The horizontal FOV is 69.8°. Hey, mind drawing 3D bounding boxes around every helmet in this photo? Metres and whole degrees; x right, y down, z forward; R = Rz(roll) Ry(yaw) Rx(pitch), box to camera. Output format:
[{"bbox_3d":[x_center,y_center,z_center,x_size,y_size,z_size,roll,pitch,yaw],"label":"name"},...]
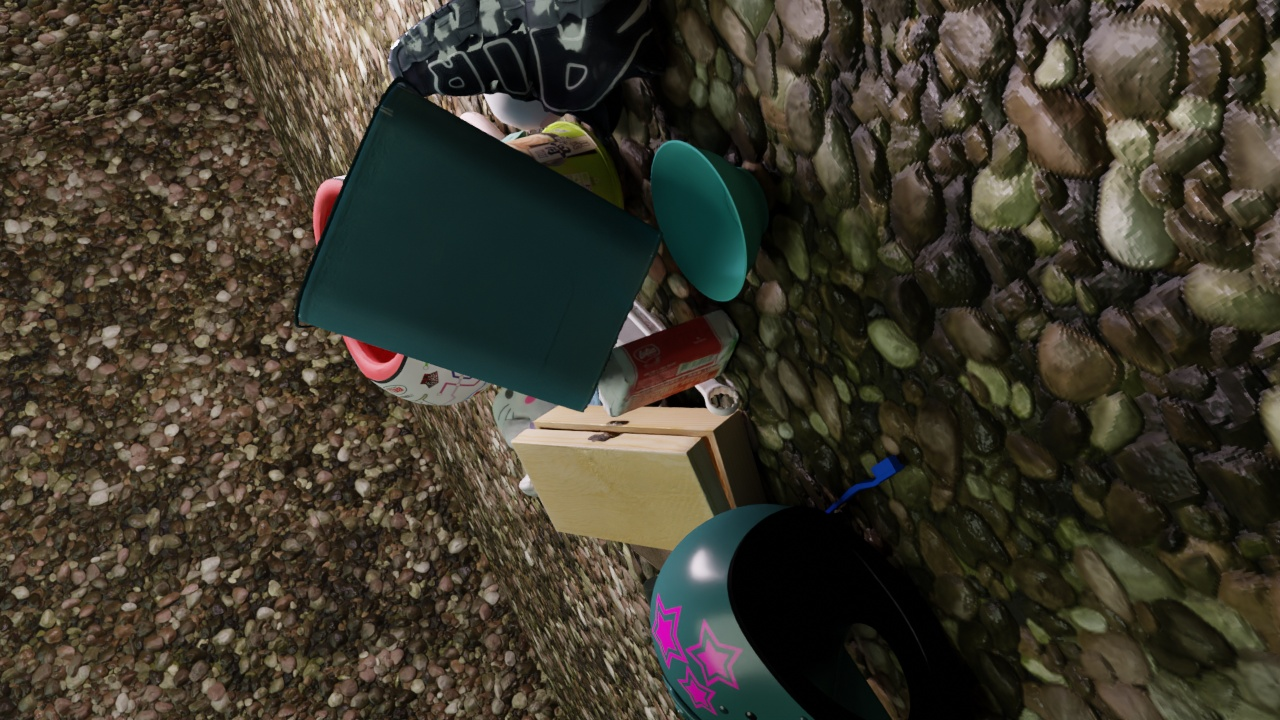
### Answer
[{"bbox_3d":[0.126,0.248,0.738,0.275,0.176,0.201,47,146,10],"label":"helmet"},{"bbox_3d":[-0.268,-0.100,1.199,0.232,0.235,0.314,-8,99,41],"label":"helmet"}]

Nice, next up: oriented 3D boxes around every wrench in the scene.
[{"bbox_3d":[0.005,-0.037,0.889,0.273,0.047,0.009,47,153,34],"label":"wrench"}]

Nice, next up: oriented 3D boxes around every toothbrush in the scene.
[{"bbox_3d":[0.160,0.106,0.715,0.011,0.016,0.187,61,161,16],"label":"toothbrush"}]

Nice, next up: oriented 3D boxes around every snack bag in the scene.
[{"bbox_3d":[0.023,0.003,0.786,0.036,0.115,0.077,61,158,22],"label":"snack bag"}]

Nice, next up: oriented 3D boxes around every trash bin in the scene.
[{"bbox_3d":[-0.115,-0.076,0.723,0.218,0.199,0.196,24,-175,-7],"label":"trash bin"}]

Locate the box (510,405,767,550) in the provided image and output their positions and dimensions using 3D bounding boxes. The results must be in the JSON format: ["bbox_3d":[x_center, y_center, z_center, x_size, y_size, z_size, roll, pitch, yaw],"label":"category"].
[{"bbox_3d":[-0.006,0.118,0.908,0.250,0.091,0.128,0,111,45],"label":"box"}]

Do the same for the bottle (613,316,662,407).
[{"bbox_3d":[-0.006,0.005,0.933,0.060,0.060,0.109,50,155,35],"label":"bottle"}]

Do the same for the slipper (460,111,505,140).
[{"bbox_3d":[-0.165,-0.192,1.101,0.107,0.055,0.221,-3,112,66],"label":"slipper"}]

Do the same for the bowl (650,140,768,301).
[{"bbox_3d":[0.059,-0.108,0.670,0.121,0.046,0.121,50,155,34],"label":"bowl"}]

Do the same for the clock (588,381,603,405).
[{"bbox_3d":[-0.051,0.019,1.070,0.124,0.051,0.089,49,155,36],"label":"clock"}]

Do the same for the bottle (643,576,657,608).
[{"bbox_3d":[0.034,0.356,1.267,0.033,0.033,0.123,28,139,58],"label":"bottle"}]

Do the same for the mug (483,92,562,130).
[{"bbox_3d":[-0.098,-0.251,0.840,0.076,0.090,0.124,55,177,-1],"label":"mug"}]

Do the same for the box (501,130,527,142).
[{"bbox_3d":[-0.095,-0.158,1.010,0.113,0.078,0.187,0,119,36],"label":"box"}]

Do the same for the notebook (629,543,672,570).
[{"bbox_3d":[0.020,0.175,1.095,0.216,0.034,0.190,20,130,62],"label":"notebook"}]

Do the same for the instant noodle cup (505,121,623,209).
[{"bbox_3d":[-0.095,-0.150,0.877,0.146,0.097,0.146,27,126,45],"label":"instant noodle cup"}]

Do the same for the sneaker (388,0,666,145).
[{"bbox_3d":[-0.080,-0.233,0.730,0.253,0.097,0.151,-11,120,38],"label":"sneaker"}]

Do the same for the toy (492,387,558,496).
[{"bbox_3d":[-0.109,0.078,1.156,0.085,0.138,0.209,49,-173,-41],"label":"toy"}]
